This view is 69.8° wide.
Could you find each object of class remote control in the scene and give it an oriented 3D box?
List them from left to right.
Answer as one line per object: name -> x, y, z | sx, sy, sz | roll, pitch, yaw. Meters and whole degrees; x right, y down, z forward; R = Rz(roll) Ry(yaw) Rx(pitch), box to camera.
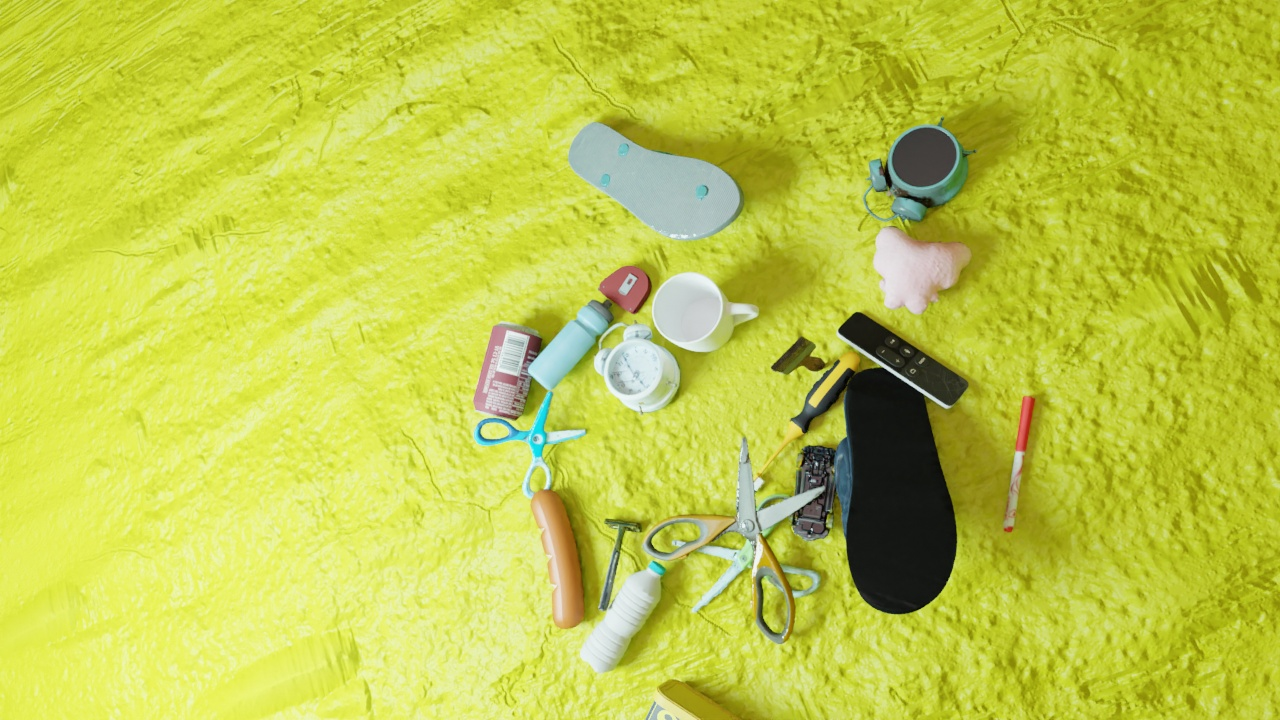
remote control -> 0.283, -0.002, 0.994 | 0.147, 0.008, 0.045 | 37, 57, 21

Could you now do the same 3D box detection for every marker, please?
marker -> 0.391, 0.107, 0.948 | 0.013, 0.012, 0.142 | 9, 84, 20

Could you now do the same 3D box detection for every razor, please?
razor -> -0.031, 0.234, 1.049 | 0.042, 0.026, 0.105 | 6, 65, 18

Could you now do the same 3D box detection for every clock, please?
clock -> -0.006, 0.006, 1.080 | 0.083, 0.057, 0.117 | -41, 63, 8
clock -> 0.302, -0.206, 1.012 | 0.124, 0.053, 0.090 | -41, 70, 11

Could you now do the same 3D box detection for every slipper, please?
slipper -> 0.016, -0.211, 1.120 | 0.269, 0.054, 0.098 | 30, 93, 32
slipper -> 0.258, 0.140, 0.955 | 0.109, 0.084, 0.265 | 1, 58, 2

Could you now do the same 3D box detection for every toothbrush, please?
toothbrush -> 0.178, 0.070, 1.020 | 0.031, 0.031, 0.197 | 41, 99, 24

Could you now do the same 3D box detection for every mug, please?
mug -> 0.081, -0.051, 1.042 | 0.114, 0.087, 0.081 | -2, 80, 19

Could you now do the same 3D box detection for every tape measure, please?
tape measure -> -0.017, -0.092, 1.119 | 0.059, 0.019, 0.051 | 35, 93, 21

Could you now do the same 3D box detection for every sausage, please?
sausage -> -0.095, 0.231, 1.079 | 0.044, 0.039, 0.164 | -17, 76, 12

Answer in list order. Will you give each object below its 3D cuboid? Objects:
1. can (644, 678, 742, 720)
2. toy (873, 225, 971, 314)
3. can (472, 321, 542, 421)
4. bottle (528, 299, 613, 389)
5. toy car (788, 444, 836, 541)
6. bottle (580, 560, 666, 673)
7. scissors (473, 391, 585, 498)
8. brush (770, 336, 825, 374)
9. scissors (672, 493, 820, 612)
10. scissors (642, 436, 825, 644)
can -> 0.059, 0.424, 0.974 | 0.135, 0.075, 0.104 | 27, 92, 21
toy -> 0.300, -0.096, 0.994 | 0.102, 0.050, 0.093 | 13, 82, 17
can -> -0.163, 0.013, 1.128 | 0.063, 0.063, 0.114 | 12, 85, 20
bottle -> -0.080, -0.024, 1.109 | 0.040, 0.040, 0.130 | 39, 82, 21
toy car -> 0.190, 0.144, 1.000 | 0.049, 0.030, 0.106 | 9, 77, 13
bottle -> -0.016, 0.288, 1.039 | 0.044, 0.044, 0.136 | 34, 92, 21
scissors -> -0.137, 0.097, 1.102 | 0.140, 0.011, 0.134 | 16, 98, -12
brush -> 0.176, 0.000, 0.971 | 0.045, 0.143, 0.008 | -47, 68, 15
scissors -> 0.120, 0.224, 1.019 | 0.165, 0.024, 0.171 | 41, 97, 15
scissors -> 0.102, 0.198, 1.005 | 0.230, 0.016, 0.225 | -8, 88, 24
